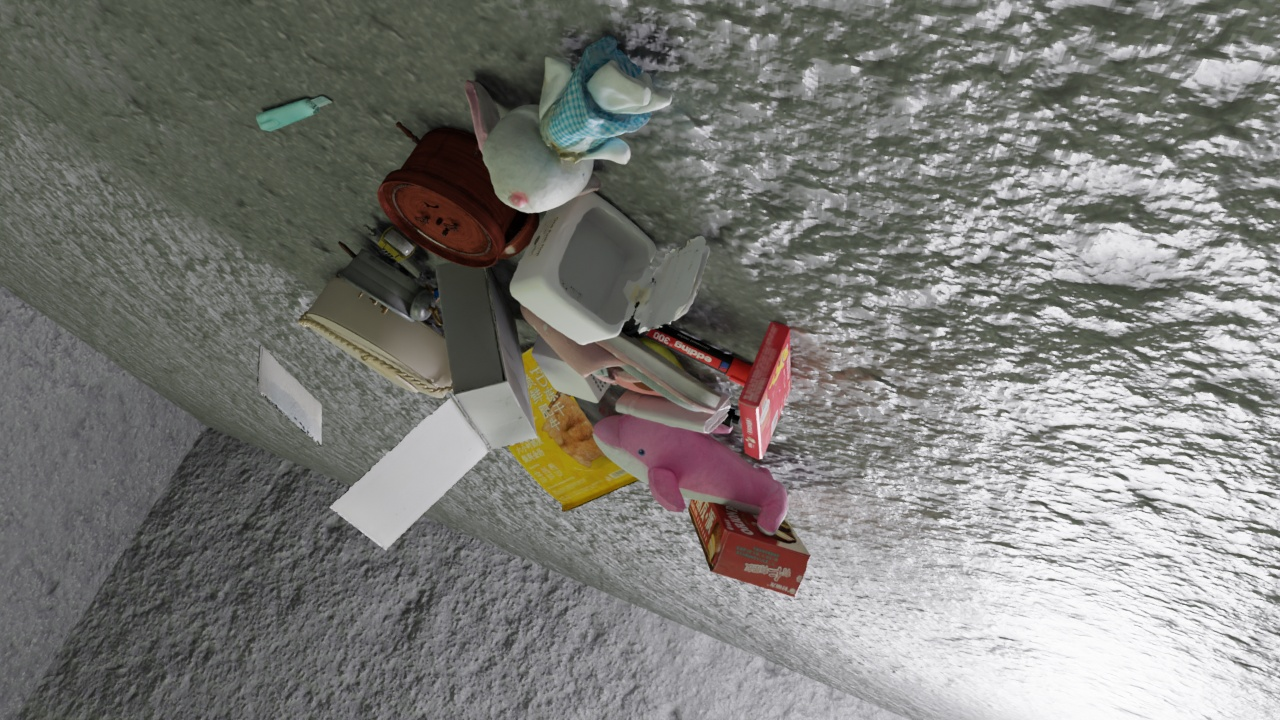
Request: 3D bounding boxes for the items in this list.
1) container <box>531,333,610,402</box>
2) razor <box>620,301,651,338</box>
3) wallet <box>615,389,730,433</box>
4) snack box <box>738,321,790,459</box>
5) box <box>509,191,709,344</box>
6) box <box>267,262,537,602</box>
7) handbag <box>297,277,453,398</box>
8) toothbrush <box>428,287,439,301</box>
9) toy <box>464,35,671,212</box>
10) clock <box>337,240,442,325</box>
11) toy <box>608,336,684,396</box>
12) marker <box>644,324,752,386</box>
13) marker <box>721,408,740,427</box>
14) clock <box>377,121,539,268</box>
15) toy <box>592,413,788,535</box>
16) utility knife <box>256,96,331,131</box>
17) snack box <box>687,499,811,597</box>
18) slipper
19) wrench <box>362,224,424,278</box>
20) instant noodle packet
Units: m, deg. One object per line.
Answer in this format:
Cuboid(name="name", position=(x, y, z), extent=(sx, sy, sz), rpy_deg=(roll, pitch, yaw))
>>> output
Cuboid(name="container", position=(-0.079, 0.002, 1.095), extent=(0.081, 0.049, 0.129), rpy_deg=(16, 157, 22))
Cuboid(name="razor", position=(-0.040, -0.078, 0.876), extent=(0.140, 0.053, 0.063), rpy_deg=(38, -178, -17))
Cuboid(name="wallet", position=(0.038, 0.053, 1.047), extent=(0.116, 0.086, 0.032), rpy_deg=(16, 119, 28))
Cuboid(name="snack box", position=(0.123, 0.032, 0.892), extent=(0.021, 0.089, 0.133), rpy_deg=(18, 158, 18))
Cuboid(name="box", position=(-0.015, -0.075, 0.768), extent=(0.124, 0.108, 0.137), rpy_deg=(36, 157, -28))
Cuboid(name="box", position=(-0.214, 0.078, 0.981), extent=(0.150, 0.368, 0.167), rpy_deg=(22, 159, 16))
Cuboid(name="handbag", position=(-0.346, -0.034, 1.263), extent=(0.210, 0.103, 0.209), rpy_deg=(39, 163, -32))
Cuboid(name="toothbrush", position=(-0.252, -0.083, 1.133), extent=(0.021, 0.017, 0.135), rpy_deg=(37, 155, -24))
Cuboid(name="toy", position=(-0.052, -0.150, 0.643), extent=(0.131, 0.105, 0.206), rpy_deg=(33, 159, -28))
Cuboid(name="clock", position=(-0.296, -0.082, 1.098), extent=(0.148, 0.056, 0.104), rpy_deg=(30, 175, 12))
Cuboid(name="toy", position=(-0.006, 0.006, 1.023), extent=(0.110, 0.051, 0.090), rpy_deg=(7, 155, 39))
Cuboid(name="marker", position=(0.064, -0.006, 0.956), extent=(0.145, 0.023, 0.021), rpy_deg=(25, 166, 0))
Cuboid(name="marker", position=(0.060, 0.053, 1.097), extent=(0.126, 0.025, 0.025), rpy_deg=(18, 158, 19))
Cuboid(name="clock", position=(-0.159, -0.139, 0.825), extent=(0.121, 0.072, 0.158), rpy_deg=(16, 156, 22))
Cuboid(name="toy", position=(0.074, 0.115, 1.145), extent=(0.265, 0.128, 0.186), rpy_deg=(25, -158, -3))
Cuboid(name="utility knife", position=(-0.330, -0.234, 0.870), extent=(0.129, 0.015, 0.022), rpy_deg=(1, 153, 43))
Cuboid(name="snack box", position=(0.136, 0.223, 1.204), extent=(0.113, 0.060, 0.236), rpy_deg=(18, -172, -7))
Cuboid(name="slipper", position=(-0.037, -0.007, 0.925), extent=(0.274, 0.054, 0.114), rpy_deg=(31, -175, 35))
Cuboid(name="wrench", position=(-0.253, -0.116, 0.955), extent=(0.083, 0.018, 0.273), rpy_deg=(41, 173, -17))
Cuboid(name="instant noodle packet", position=(-0.113, 0.084, 1.239), extent=(0.163, 0.084, 0.221), rpy_deg=(-27, 113, 39))
